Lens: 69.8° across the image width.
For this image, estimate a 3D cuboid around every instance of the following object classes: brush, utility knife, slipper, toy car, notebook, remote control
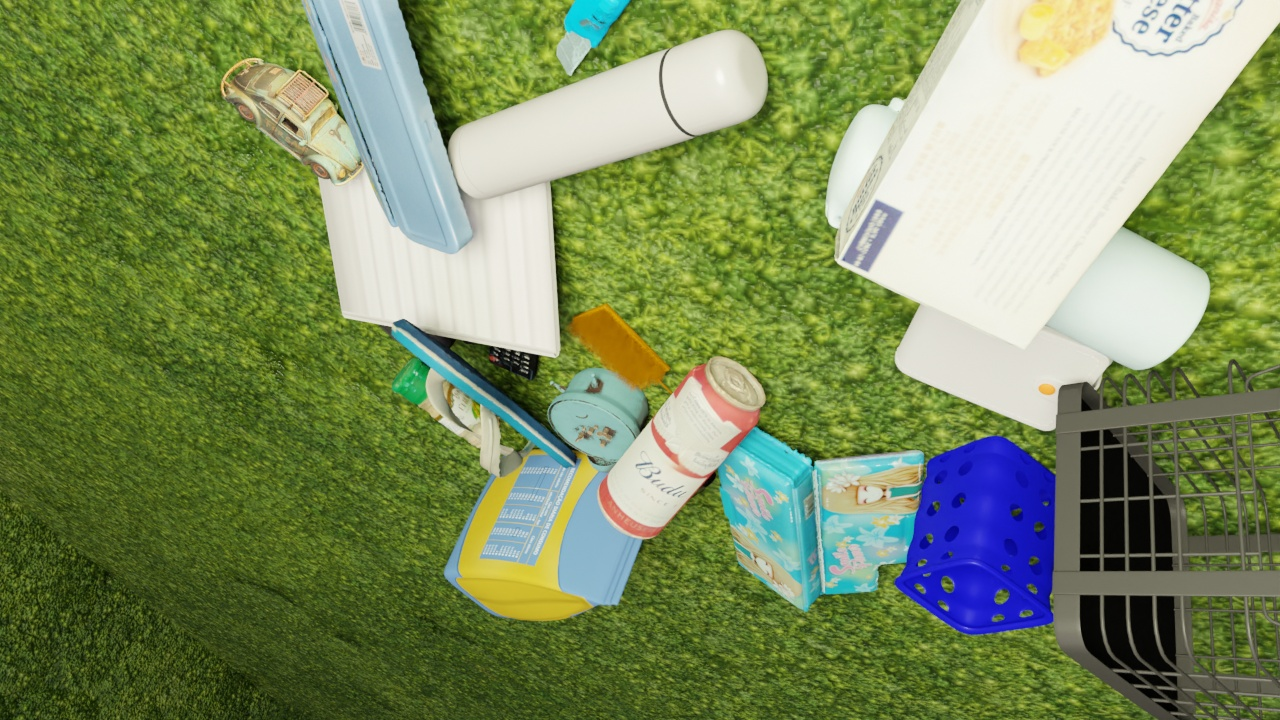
[{"bbox_3d":[-0.004,0.004,0.775,0.048,0.017,0.126,-18,126,45],"label":"brush"},{"bbox_3d":[-0.007,-0.213,0.499,0.031,0.015,0.175,39,145,-10],"label":"utility knife"},{"bbox_3d":[-0.142,0.045,0.800,0.118,0.060,0.295,41,174,23],"label":"slipper"},{"bbox_3d":[-0.247,-0.180,0.667,0.112,0.047,0.047,39,148,-18],"label":"toy car"},{"bbox_3d":[-0.160,-0.084,0.721,0.210,0.009,0.143,10,119,22],"label":"notebook"},{"bbox_3d":[-0.104,-0.035,0.788,0.047,0.022,0.151,24,147,3],"label":"remote control"}]

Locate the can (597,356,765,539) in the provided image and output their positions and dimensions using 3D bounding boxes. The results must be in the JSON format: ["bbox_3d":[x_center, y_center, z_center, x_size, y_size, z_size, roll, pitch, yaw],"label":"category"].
[{"bbox_3d":[0.031,0.074,0.753,0.067,0.067,0.171,33,120,-8],"label":"can"}]

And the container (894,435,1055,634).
[{"bbox_3d":[0.255,0.129,0.683,0.084,0.113,0.085,36,144,-14],"label":"container"}]

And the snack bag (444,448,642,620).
[{"bbox_3d":[-0.074,0.172,0.914,0.206,0.158,0.102,-10,134,39],"label":"snack bag"}]

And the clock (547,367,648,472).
[{"bbox_3d":[-0.027,0.060,0.830,0.090,0.053,0.124,-10,131,42],"label":"clock"}]

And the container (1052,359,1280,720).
[{"bbox_3d":[0.346,0.115,0.530,0.131,0.162,0.241,-12,144,42],"label":"container"}]

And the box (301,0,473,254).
[{"bbox_3d":[-0.179,-0.169,0.603,0.127,0.034,0.209,33,148,34],"label":"box"}]

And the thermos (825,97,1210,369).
[{"bbox_3d":[0.201,-0.069,0.505,0.207,0.065,0.078,28,112,-1],"label":"thermos"}]

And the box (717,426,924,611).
[{"bbox_3d":[0.155,0.149,0.821,0.182,0.071,0.227,11,142,23],"label":"box"}]

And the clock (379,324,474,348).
[{"bbox_3d":[-0.183,-0.048,0.800,0.121,0.042,0.091,-10,131,41],"label":"clock"}]

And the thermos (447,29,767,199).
[{"bbox_3d":[-0.027,-0.147,0.563,0.225,0.052,0.052,-7,134,38],"label":"thermos"}]

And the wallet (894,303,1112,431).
[{"bbox_3d":[0.235,-0.015,0.579,0.118,0.037,0.115,23,145,11],"label":"wallet"}]

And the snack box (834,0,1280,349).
[{"bbox_3d":[0.181,-0.115,0.407,0.104,0.057,0.208,25,125,1],"label":"snack box"}]

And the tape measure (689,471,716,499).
[{"bbox_3d":[0.039,0.112,0.844,0.038,0.067,0.063,59,150,19],"label":"tape measure"}]

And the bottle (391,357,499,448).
[{"bbox_3d":[-0.196,0.044,0.930,0.111,0.043,0.043,39,144,-18],"label":"bottle"}]
